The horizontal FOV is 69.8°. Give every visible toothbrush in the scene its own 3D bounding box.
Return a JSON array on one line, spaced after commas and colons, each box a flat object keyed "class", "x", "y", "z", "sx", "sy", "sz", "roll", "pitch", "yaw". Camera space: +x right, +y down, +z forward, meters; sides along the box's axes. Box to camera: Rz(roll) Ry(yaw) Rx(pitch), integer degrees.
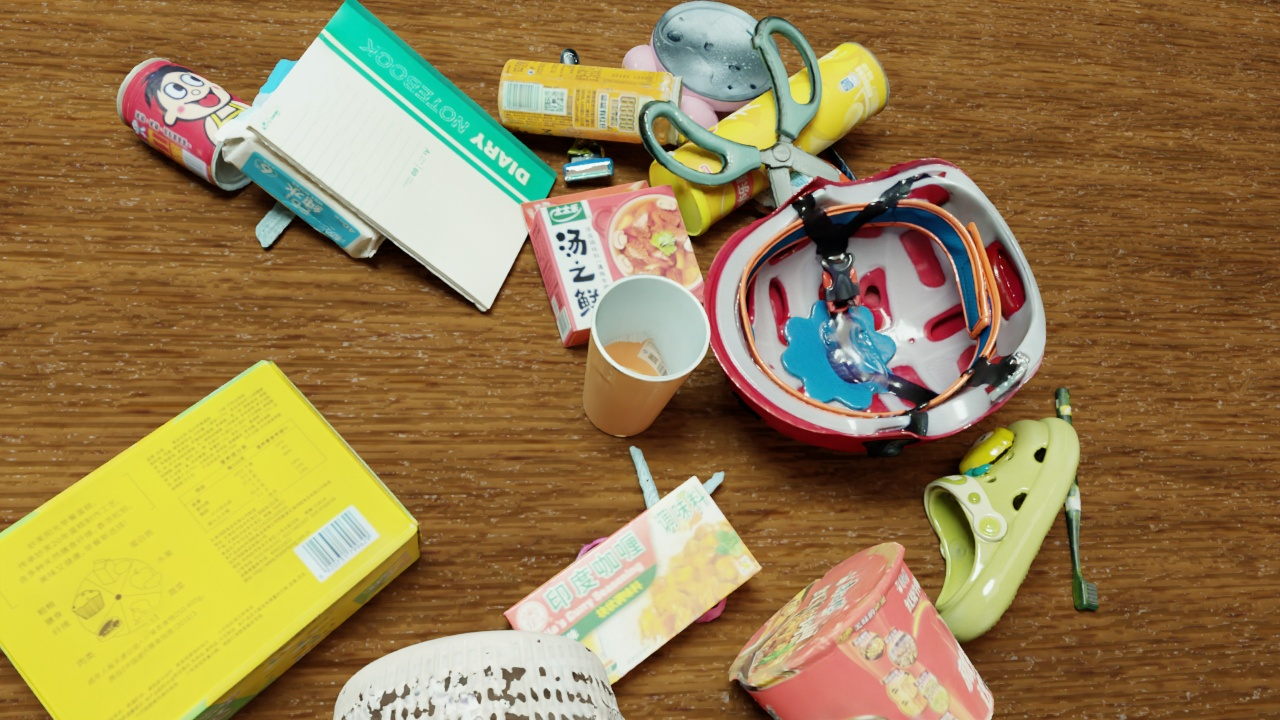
[{"class": "toothbrush", "x": 0.183, "y": -0.178, "z": 0.835, "sx": 0.016, "sy": 0.014, "sz": 0.189, "roll": -32, "pitch": 72, "yaw": 0}, {"class": "toothbrush", "x": 0.344, "y": 0.105, "z": 0.726, "sx": 0.017, "sy": 0.012, "sz": 0.185, "roll": 14, "pitch": 61, "yaw": -11}]

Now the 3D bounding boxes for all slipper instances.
[{"class": "slipper", "x": 0.249, "y": 0.109, "z": 0.663, "sx": 0.081, "sy": 0.092, "sz": 0.190, "roll": 32, "pitch": 65, "yaw": 8}]

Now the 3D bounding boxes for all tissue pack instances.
[{"class": "tissue pack", "x": -0.233, "y": -0.149, "z": 0.686, "sx": 0.140, "sy": 0.063, "sz": 0.089, "roll": 40, "pitch": 58, "yaw": -24}]

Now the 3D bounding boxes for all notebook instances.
[{"class": "notebook", "x": -0.167, "y": -0.155, "z": 0.692, "sx": 0.209, "sy": 0.012, "sz": 0.150, "roll": 38, "pitch": 55, "yaw": -27}]

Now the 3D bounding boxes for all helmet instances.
[{"class": "helmet", "x": 0.159, "y": -0.021, "z": 0.680, "sx": 0.240, "sy": 0.144, "sz": 0.206, "roll": -15, "pitch": 68, "yaw": -6}]

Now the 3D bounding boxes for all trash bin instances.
[{"class": "trash bin", "x": -0.078, "y": 0.255, "z": 0.465, "sx": 0.227, "sy": 0.228, "sz": 0.191, "roll": -3, "pitch": 52, "yaw": -13}]

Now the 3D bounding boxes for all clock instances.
[{"class": "clock", "x": 0.048, "y": -0.250, "z": 0.818, "sx": 0.158, "sy": 0.060, "sz": 0.117, "roll": -36, "pitch": 76, "yaw": -27}]

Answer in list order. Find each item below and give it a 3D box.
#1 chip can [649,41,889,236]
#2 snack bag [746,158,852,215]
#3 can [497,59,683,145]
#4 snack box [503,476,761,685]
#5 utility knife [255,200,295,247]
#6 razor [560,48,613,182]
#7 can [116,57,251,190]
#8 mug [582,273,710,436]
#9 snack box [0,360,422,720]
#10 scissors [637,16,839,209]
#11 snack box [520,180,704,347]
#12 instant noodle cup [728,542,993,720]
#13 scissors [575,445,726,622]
[{"class": "chip can", "x": 0.111, "y": -0.188, "z": 0.776, "sx": 0.213, "sy": 0.072, "sz": 0.072, "roll": -35, "pitch": 75, "yaw": -17}, {"class": "snack bag", "x": 0.139, "y": -0.150, "z": 0.804, "sx": 0.104, "sy": 0.026, "sz": 0.048, "roll": -30, "pitch": 49, "yaw": -23}, {"class": "can", "x": -0.040, "y": -0.211, "z": 0.753, "sx": 0.146, "sy": 0.058, "sz": 0.058, "roll": 6, "pitch": 62, "yaw": 4}, {"class": "snack box", "x": -0.004, "y": 0.152, "z": 0.606, "sx": 0.155, "sy": 0.027, "sz": 0.077, "roll": -34, "pitch": 81, "yaw": -15}, {"class": "utility knife", "x": -0.246, "y": -0.170, "z": 0.746, "sx": 0.031, "sy": 0.022, "sz": 0.212, "roll": 24, "pitch": 66, "yaw": 8}, {"class": "razor", "x": -0.054, "y": -0.213, "z": 0.799, "sx": 0.042, "sy": 0.022, "sz": 0.142, "roll": -9, "pitch": 67, "yaw": -4}, {"class": "can", "x": -0.338, "y": -0.181, "z": 0.699, "sx": 0.094, "sy": 0.067, "sz": 0.066, "roll": 31, "pitch": 62, "yaw": 5}, {"class": "mug", "x": -0.004, "y": 0.004, "z": 0.642, "sx": 0.078, "sy": 0.123, "sz": 0.078, "roll": 4, "pitch": 64, "yaw": -9}, {"class": "snack box", "x": -0.264, "y": 0.122, "z": 0.559, "sx": 0.157, "sy": 0.070, "sz": 0.209, "roll": 44, "pitch": 64, "yaw": 12}, {"class": "scissors", "x": 0.088, "y": -0.201, "z": 0.725, "sx": 0.170, "sy": 0.019, "sz": 0.178, "roll": 17, "pitch": 77, "yaw": -10}, {"class": "snack box", "x": -0.021, "y": -0.086, "z": 0.718, "sx": 0.113, "sy": 0.044, "sz": 0.127, "roll": -15, "pitch": 77, "yaw": -18}, {"class": "instant noodle cup", "x": 0.143, "y": 0.197, "z": 0.575, "sx": 0.137, "sy": 0.138, "sz": 0.108, "roll": -37, "pitch": 84, "yaw": -25}, {"class": "scissors", "x": 0.010, "y": 0.123, "z": 0.644, "sx": 0.135, "sy": 0.017, "sz": 0.133, "roll": -17, "pitch": 72, "yaw": -14}]
